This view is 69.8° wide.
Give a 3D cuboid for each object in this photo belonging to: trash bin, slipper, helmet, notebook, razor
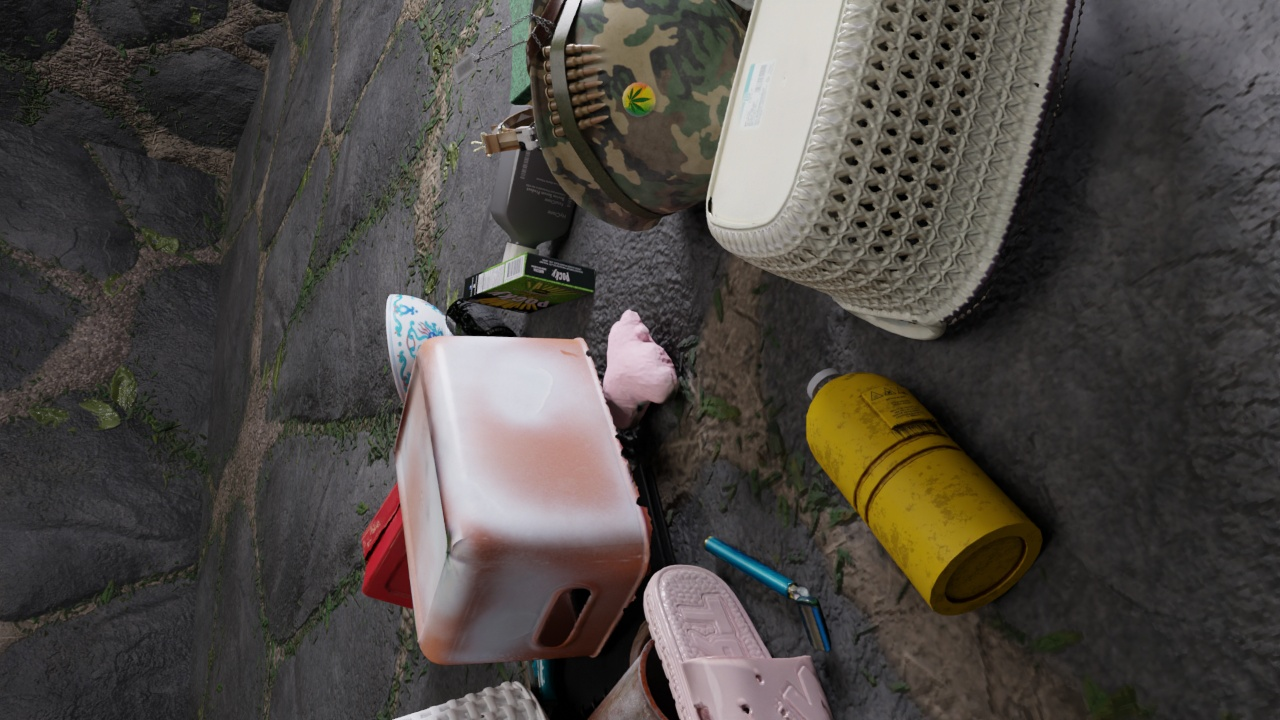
[{"bbox_3d":[-0.116,0.115,0.792,0.259,0.157,0.182,-112,35,-41],"label":"trash bin"},{"bbox_3d":[0.071,0.212,0.594,0.065,0.094,0.239,-66,29,26],"label":"slipper"},{"bbox_3d":[-0.022,-0.218,0.746,0.237,0.192,0.224,-23,105,34],"label":"helmet"},{"bbox_3d":[-0.038,0.224,0.823,0.232,0.019,0.169,-48,43,38],"label":"notebook"},{"bbox_3d":[0.088,0.155,0.652,0.144,0.022,0.042,24,137,60],"label":"razor"}]

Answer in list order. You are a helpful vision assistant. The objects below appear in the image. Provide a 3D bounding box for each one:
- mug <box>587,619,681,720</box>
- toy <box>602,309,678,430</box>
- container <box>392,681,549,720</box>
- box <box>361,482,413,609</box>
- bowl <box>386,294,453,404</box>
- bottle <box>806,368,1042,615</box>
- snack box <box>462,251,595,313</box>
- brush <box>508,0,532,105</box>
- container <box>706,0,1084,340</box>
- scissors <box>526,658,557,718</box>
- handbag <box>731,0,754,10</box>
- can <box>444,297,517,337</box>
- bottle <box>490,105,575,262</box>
[{"bbox_3d":[0.012,0.253,0.675,0.110,0.096,0.122,-53,33,28],"label":"mug"},{"bbox_3d":[-0.005,0.005,0.800,0.099,0.052,0.095,-42,56,52],"label":"toy"},{"bbox_3d":[-0.171,0.392,0.778,0.189,0.186,0.189,27,121,57],"label":"container"},{"bbox_3d":[-0.225,0.203,1.010,0.158,0.135,0.117,-52,40,37],"label":"box"},{"bbox_3d":[-0.270,-0.017,1.170,0.144,0.074,0.144,170,92,-85],"label":"bowl"},{"bbox_3d":[0.150,0.061,0.537,0.071,0.071,0.163,-62,37,25],"label":"bottle"},{"bbox_3d":[-0.121,-0.080,0.978,0.148,0.080,0.025,-11,72,55],"label":"snack box"},{"bbox_3d":[-0.072,-0.413,1.004,0.196,0.075,0.249,-38,51,45],"label":"brush"},{"bbox_3d":[0.140,-0.149,0.546,0.185,0.143,0.251,-153,76,-70],"label":"container"},{"bbox_3d":[-0.089,0.287,0.842,0.130,0.019,0.151,-139,59,-61],"label":"scissors"},{"bbox_3d":[0.080,-0.412,0.756,0.199,0.096,0.142,-64,35,25],"label":"handbag"},{"bbox_3d":[-0.189,-0.033,1.090,0.138,0.054,0.054,36,111,54],"label":"can"},{"bbox_3d":[-0.114,-0.179,0.995,0.046,0.083,0.174,25,103,56],"label":"bottle"}]
